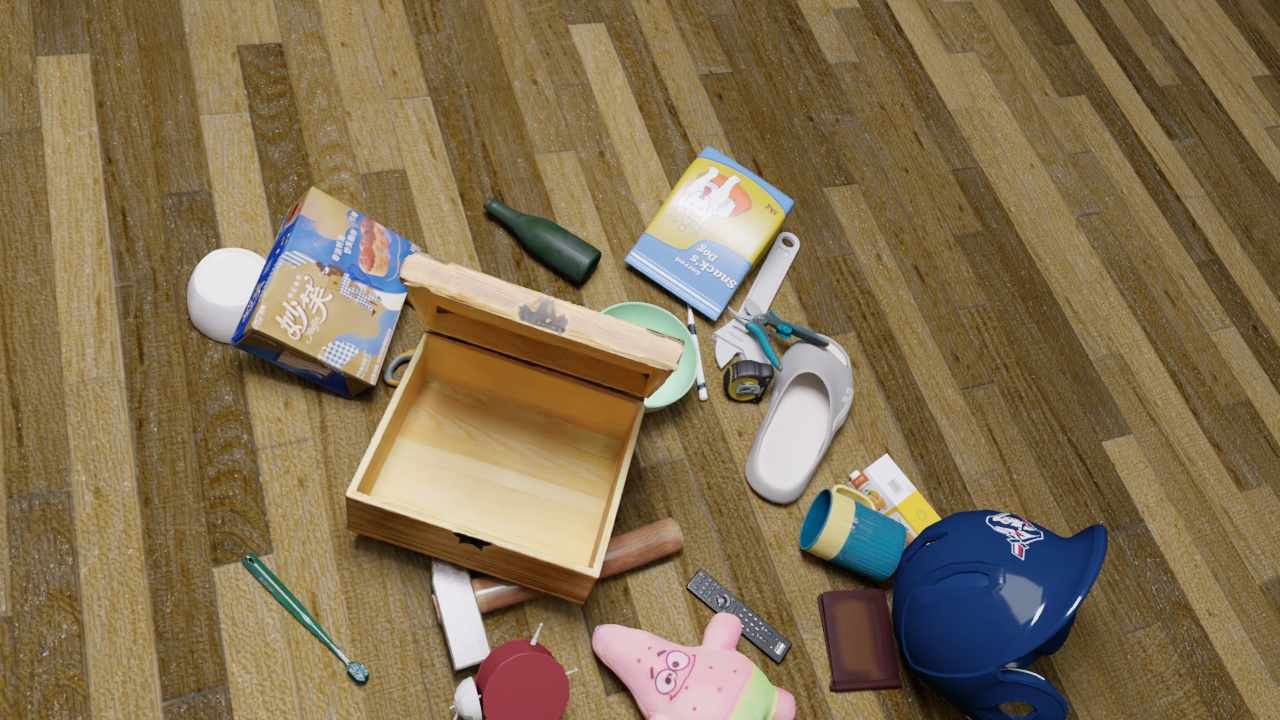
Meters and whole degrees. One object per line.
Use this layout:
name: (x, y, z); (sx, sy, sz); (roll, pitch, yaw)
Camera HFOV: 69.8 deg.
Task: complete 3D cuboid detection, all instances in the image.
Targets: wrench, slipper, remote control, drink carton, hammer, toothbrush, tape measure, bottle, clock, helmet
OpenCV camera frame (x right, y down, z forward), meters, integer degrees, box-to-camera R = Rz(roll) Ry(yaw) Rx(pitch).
wrench: (0.179, -0.082, 1.307); (0.087, 0.018, 0.272); (30, 58, 2)
slipper: (0.219, 0.061, 1.205); (0.113, 0.081, 0.265); (28, 60, 5)
remote control: (0.117, 0.304, 1.091); (0.140, 0.009, 0.030); (39, 60, 7)
drink carton: (0.326, 0.183, 1.181); (0.040, 0.059, 0.122); (-30, 74, -26)
hammer: (-0.090, 0.235, 1.058); (0.300, 0.037, 0.157); (-13, 67, -21)
toothbrush: (0.069, -0.030, 1.254); (0.017, 0.012, 0.186); (-7, 64, -3)
tape measure: (0.140, 0.029, 1.212); (0.061, 0.062, 0.034); (6, 48, -9)
bottle: (-0.138, -0.170, 1.249); (0.174, 0.055, 0.055); (33, 60, 5)
clock: (-0.134, 0.351, 0.960); (0.137, 0.048, 0.096); (-38, 105, -15)
helmet: (0.410, 0.269, 1.040); (0.223, 0.273, 0.231); (48, 30, 8)
toothbrush: (-0.357, 0.274, 0.979); (0.190, 0.017, 0.016); (42, 61, 9)

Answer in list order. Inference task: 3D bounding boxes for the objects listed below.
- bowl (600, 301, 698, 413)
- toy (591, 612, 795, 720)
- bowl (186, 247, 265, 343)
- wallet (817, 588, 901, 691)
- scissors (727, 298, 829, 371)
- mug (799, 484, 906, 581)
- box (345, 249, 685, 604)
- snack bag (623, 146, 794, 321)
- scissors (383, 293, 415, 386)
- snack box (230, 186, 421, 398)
bowl: (-0.007, 0.007, 1.176); (0.151, 0.077, 0.150); (6, 61, -11)
toy: (0.051, 0.356, 1.002); (0.237, 0.097, 0.191); (29, 51, 10)
bowl: (-0.487, -0.084, 1.105); (0.116, 0.066, 0.116); (6, 61, -12)
wallet: (0.263, 0.337, 1.109); (0.091, 0.018, 0.115); (1, 65, -15)
scissors: (0.178, -0.034, 1.233); (0.154, 0.019, 0.124); (16, 46, 17)
mug: (0.266, 0.206, 1.145); (0.107, 0.083, 0.113); (23, 40, -2)
box: (-0.124, 0.034, 0.964); (0.279, 0.324, 0.283); (17, 52, -2)
snack bag: (0.096, -0.174, 1.292); (0.159, 0.102, 0.204); (34, 71, 4)
scissors: (-0.232, -0.024, 1.169); (0.225, 0.016, 0.215); (30, 60, 2)
snack box: (-0.369, -0.080, 1.097); (0.155, 0.069, 0.202); (30, 55, -31)
